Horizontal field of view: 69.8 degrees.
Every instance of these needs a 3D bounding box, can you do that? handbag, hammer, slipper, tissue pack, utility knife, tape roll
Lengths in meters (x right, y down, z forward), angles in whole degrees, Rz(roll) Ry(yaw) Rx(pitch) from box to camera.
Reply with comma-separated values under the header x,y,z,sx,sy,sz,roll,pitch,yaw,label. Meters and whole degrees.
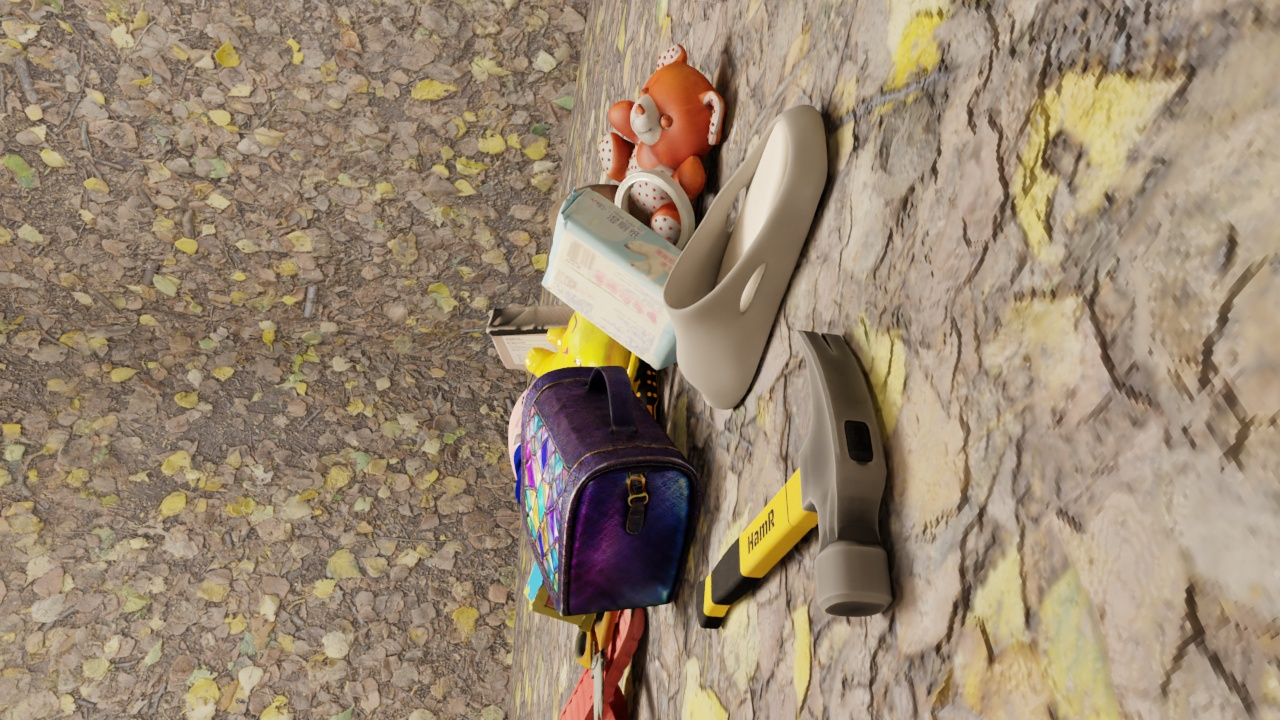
x,y,z,sx,sy,sz,roll,pitch,yaw,label
-0.038,0.110,0.894,0.205,0.125,0.222,-130,42,-61,handbag
0.082,0.115,0.605,0.325,0.034,0.169,110,164,-58,hammer
-0.040,0.387,1.031,0.103,0.059,0.249,-109,43,-75,slipper
-0.008,-0.076,0.888,0.069,0.182,0.112,-48,-11,-37,tissue pack
-0.099,-0.034,1.207,0.104,0.181,0.071,71,-161,-52,tissue pack
0.005,-0.018,1.106,0.123,0.036,0.319,100,172,-51,hammer
-0.006,0.006,0.994,0.030,0.019,0.219,-18,-59,-69,utility knife
0.061,-0.071,0.685,0.267,0.080,0.112,108,162,-48,slipper
0.014,-0.145,0.918,0.013,0.093,0.093,-35,-28,-41,tape roll

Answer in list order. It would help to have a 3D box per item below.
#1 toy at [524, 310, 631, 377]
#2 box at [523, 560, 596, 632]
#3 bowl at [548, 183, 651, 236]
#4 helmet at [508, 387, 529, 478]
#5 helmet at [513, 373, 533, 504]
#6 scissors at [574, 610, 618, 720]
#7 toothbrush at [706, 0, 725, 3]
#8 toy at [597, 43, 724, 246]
x,y,z,sx,sy,sz,roll,pitch,yaw,label
-0.070,0.013,1.105,0.194,0.087,0.134,-43,42,49,toy
-0.065,0.197,1.093,0.124,0.082,0.220,158,130,-78,box
-0.023,-0.129,1.026,0.070,0.162,0.162,-36,32,20,bowl
-0.147,0.146,1.552,0.230,0.152,0.256,-125,37,-70,helmet
-0.102,0.112,1.278,0.242,0.147,0.227,107,163,-68,helmet
-0.041,0.310,0.996,0.134,0.016,0.228,-65,10,6,scissors
-0.001,-0.387,0.936,0.010,0.181,0.010,106,172,-58,toothbrush
0.025,-0.221,0.938,0.163,0.092,0.173,58,144,32,toy
